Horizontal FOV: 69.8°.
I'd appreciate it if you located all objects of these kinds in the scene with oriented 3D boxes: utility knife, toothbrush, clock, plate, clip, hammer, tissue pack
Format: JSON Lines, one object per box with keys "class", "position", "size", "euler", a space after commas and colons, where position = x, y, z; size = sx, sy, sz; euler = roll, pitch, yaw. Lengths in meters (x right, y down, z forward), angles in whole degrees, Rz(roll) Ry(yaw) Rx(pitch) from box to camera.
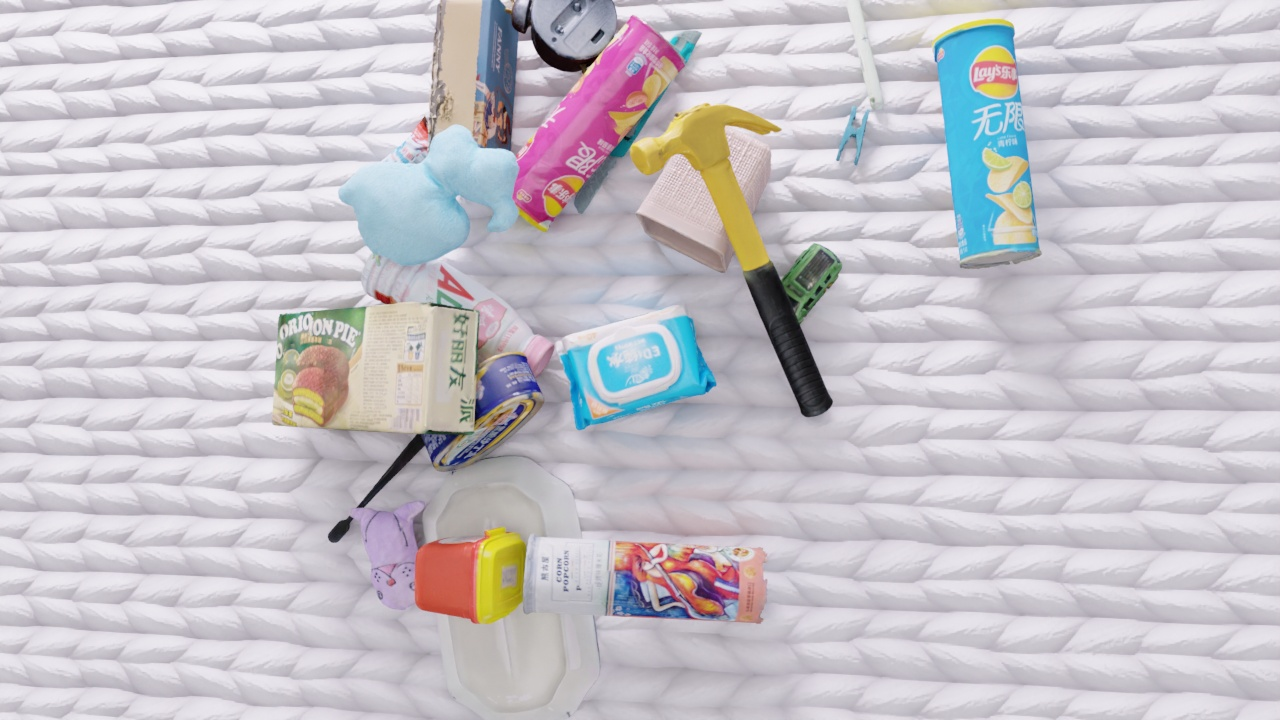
{"class": "utility knife", "position": [-0.006, -0.239, 0.912], "size": [0.029, 0.013, 0.216], "euler": [33, 92, 14]}
{"class": "toothbrush", "position": [0.205, -0.331, 0.882], "size": [0.020, 0.029, 0.189], "euler": [-10, 85, -32]}
{"class": "clock", "position": [-0.076, -0.335, 0.895], "size": [0.122, 0.055, 0.082], "euler": [41, 82, -9]}
{"class": "plate", "position": [-0.131, 0.226, 0.890], "size": [0.162, 0.034, 0.265], "euler": [-9, 85, 9]}
{"class": "clip", "position": [0.203, -0.215, 0.876], "size": [0.042, 0.014, 0.056], "euler": [14, 88, 9]}
{"class": "hammer", "position": [0.104, -0.083, 0.809], "size": [0.128, 0.033, 0.301], "euler": [-32, 110, -17]}
{"class": "toothbrush", "position": [-0.252, 0.115, 0.929], "size": [0.015, 0.018, 0.181], "euler": [42, 91, 4]}
{"class": "tissue pack", "position": [-0.005, 0.005, 0.870], "size": [0.140, 0.063, 0.090], "euler": [-16, 84, 8]}

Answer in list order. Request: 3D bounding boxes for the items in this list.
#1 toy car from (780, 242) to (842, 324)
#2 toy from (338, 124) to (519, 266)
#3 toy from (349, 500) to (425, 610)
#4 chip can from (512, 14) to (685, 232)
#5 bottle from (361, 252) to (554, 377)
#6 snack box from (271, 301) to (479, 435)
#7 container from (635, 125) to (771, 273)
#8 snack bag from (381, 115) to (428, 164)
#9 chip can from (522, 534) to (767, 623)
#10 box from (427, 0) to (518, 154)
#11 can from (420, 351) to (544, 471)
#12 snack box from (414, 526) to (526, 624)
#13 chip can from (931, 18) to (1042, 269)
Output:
{"class": "toy car", "position": [0.151, -0.069, 0.864], "size": [0.043, 0.036, 0.091], "euler": [39, 97, 8]}
{"class": "toy", "position": [-0.197, -0.147, 0.853], "size": [0.161, 0.049, 0.156], "euler": [29, 101, 0]}
{"class": "toy", "position": [-0.240, 0.193, 0.906], "size": [0.084, 0.039, 0.108], "euler": [-11, 88, 17]}
{"class": "chip can", "position": [-0.051, -0.226, 0.880], "size": [0.071, 0.071, 0.211], "euler": [43, 99, 10]}
{"class": "bottle", "position": [-0.177, -0.049, 0.902], "size": [0.197, 0.068, 0.068], "euler": [30, 91, 7]}
{"class": "snack box", "position": [-0.253, 0.010, 0.859], "size": [0.241, 0.063, 0.114], "euler": [-2, 84, 39]}
{"class": "container", "position": [0.065, -0.156, 0.859], "size": [0.090, 0.090, 0.111], "euler": [28, 87, 10]}
{"class": "snack bag", "position": [-0.248, -0.202, 0.944], "size": [0.104, 0.026, 0.048], "euler": [-38, 69, 5]}
{"class": "chip can", "position": [0.004, 0.199, 0.833], "size": [0.214, 0.071, 0.071], "euler": [3, 86, -2]}
{"class": "box", "position": [-0.163, -0.270, 0.902], "size": [0.061, 0.089, 0.184], "euler": [6, 92, 11]}
{"class": "can", "position": [-0.152, 0.051, 0.867], "size": [0.148, 0.074, 0.049], "euler": [-40, 68, 33]}
{"class": "snack box", "position": [-0.155, 0.193, 0.834], "size": [0.080, 0.091, 0.082], "euler": [0, 86, 16]}
{"class": "chip can", "position": [0.311, -0.192, 0.827], "size": [0.071, 0.071, 0.210], "euler": [-6, 85, 9]}
